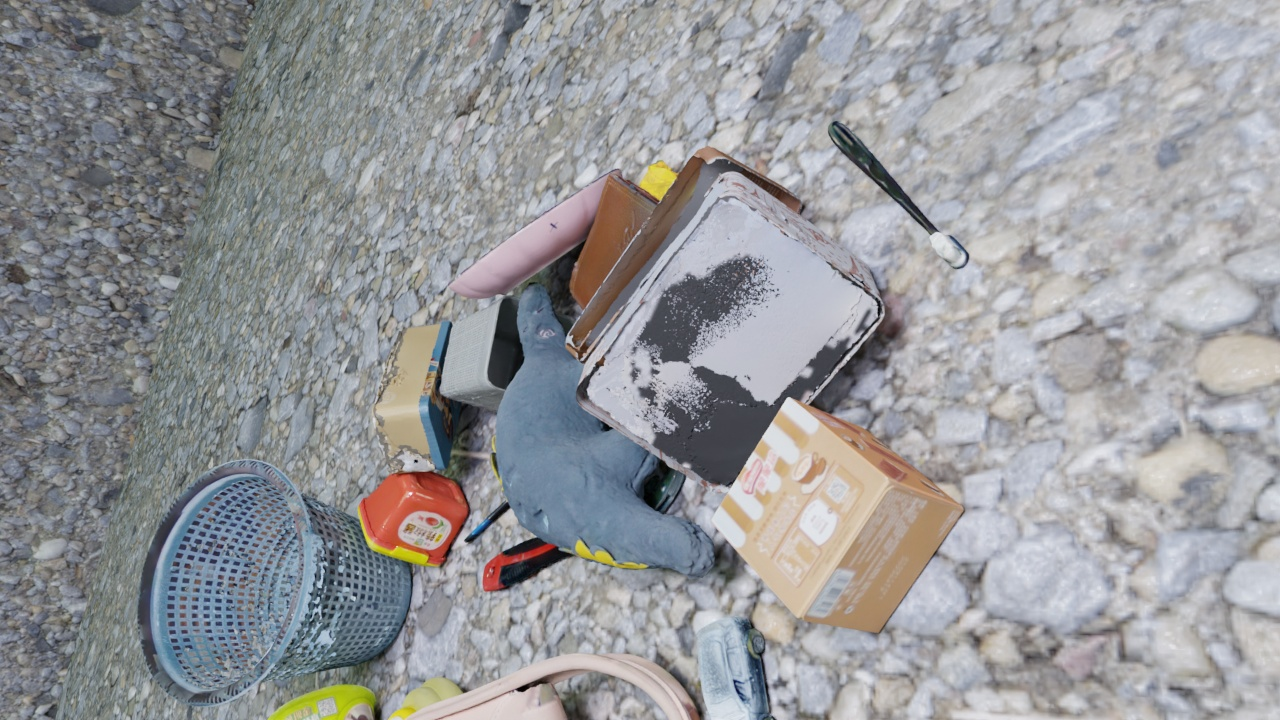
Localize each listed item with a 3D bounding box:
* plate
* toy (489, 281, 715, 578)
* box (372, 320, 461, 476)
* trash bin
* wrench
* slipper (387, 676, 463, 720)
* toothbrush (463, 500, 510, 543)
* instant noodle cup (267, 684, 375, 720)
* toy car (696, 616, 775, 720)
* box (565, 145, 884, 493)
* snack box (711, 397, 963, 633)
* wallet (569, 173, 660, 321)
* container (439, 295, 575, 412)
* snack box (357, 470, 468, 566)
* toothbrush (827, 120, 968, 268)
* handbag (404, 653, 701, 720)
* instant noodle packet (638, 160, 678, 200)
[{"bbox_3d":[-0.089,-0.109,0.855,0.192,0.039,0.192,-34,8,5],"label":"plate"},{"bbox_3d":[-0.055,0.066,0.729,0.138,0.091,0.356,-50,41,17],"label":"toy"},{"bbox_3d":[-0.225,0.032,0.949,0.184,0.061,0.090,-91,-5,-54],"label":"box"},{"bbox_3d":[-0.350,0.230,0.934,0.227,0.195,0.226,-9,69,26],"label":"trash bin"},{"bbox_3d":[-0.057,0.145,0.781,0.274,0.016,0.056,-36,44,36],"label":"wrench"},{"bbox_3d":[-0.201,0.377,0.801,0.092,0.081,0.190,-9,69,47],"label":"slipper"},{"bbox_3d":[-0.115,0.128,0.867,0.190,0.014,0.016,-43,67,31],"label":"toothbrush"},{"bbox_3d":[-0.303,0.403,0.901,0.112,0.111,0.123,-51,47,23],"label":"instant noodle cup"},{"bbox_3d":[0.059,0.211,0.590,0.043,0.034,0.090,-31,52,35],"label":"toy car"},{"bbox_3d":[0.050,-0.040,0.652,0.183,0.153,0.177,-52,8,22],"label":"box"},{"bbox_3d":[0.114,0.091,0.541,0.093,0.077,0.094,-60,38,12],"label":"snack box"},{"bbox_3d":[-0.015,-0.082,0.761,0.101,0.032,0.125,46,121,49],"label":"wallet"},{"bbox_3d":[-0.131,0.000,0.887,0.115,0.090,0.090,-14,62,51],"label":"container"},{"bbox_3d":[-0.230,0.155,0.937,0.080,0.091,0.082,-53,39,10],"label":"snack box"},{"bbox_3d":[0.168,-0.120,0.625,0.016,0.018,0.181,-53,38,26],"label":"toothbrush"},{"bbox_3d":[-0.056,0.301,0.639,0.235,0.093,0.193,-39,61,17],"label":"handbag"},{"bbox_3d":[0.025,-0.107,0.777,0.128,0.044,0.111,37,105,55],"label":"instant noodle packet"}]
